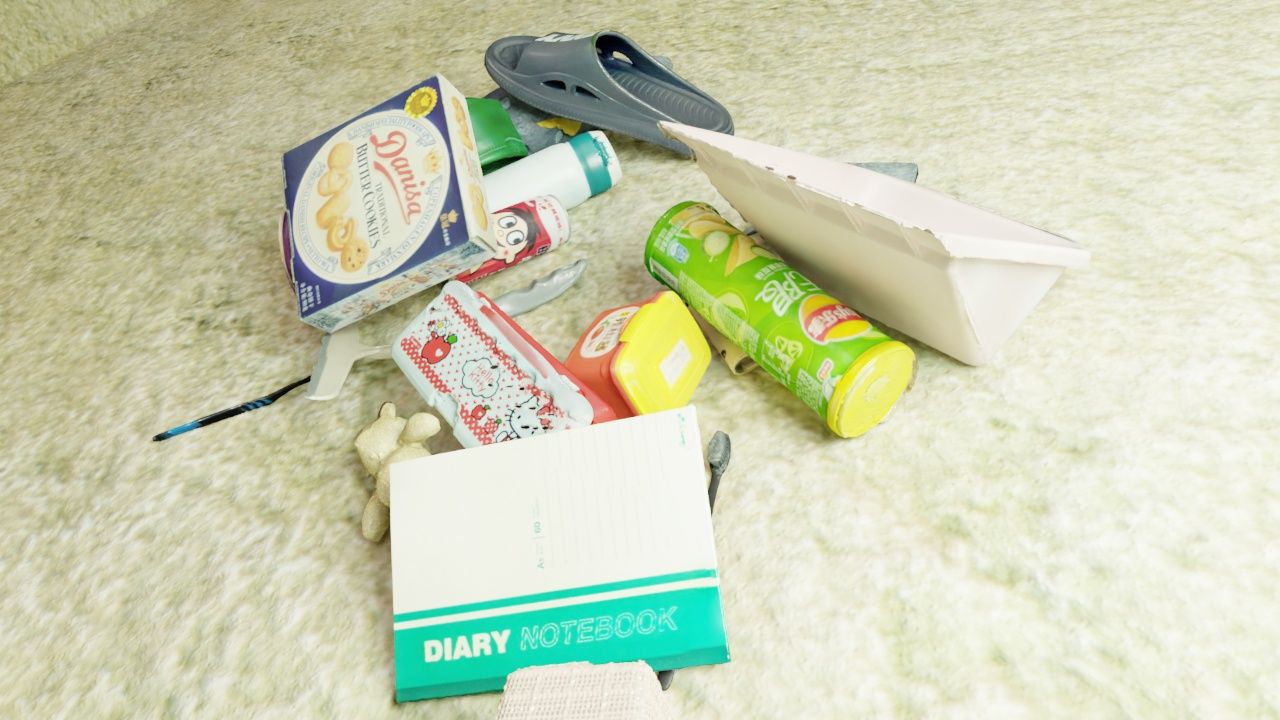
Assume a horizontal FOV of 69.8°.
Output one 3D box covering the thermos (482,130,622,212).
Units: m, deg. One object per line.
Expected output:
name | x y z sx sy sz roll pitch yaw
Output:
thermos | -0.126 -0.163 0.925 0.224 0.073 0.073 -25 39 -5

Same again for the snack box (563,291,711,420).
snack box | -0.004 0.004 0.673 0.080 0.082 0.091 -4 40 40

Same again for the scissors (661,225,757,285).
scissors | 0.089 -0.104 0.764 0.174 0.012 0.128 -14 23 36

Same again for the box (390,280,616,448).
box | -0.109 0.020 0.656 0.091 0.095 0.201 -16 39 -34

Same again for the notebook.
notebook | -0.057 0.118 0.555 0.209 0.012 0.150 -12 71 15

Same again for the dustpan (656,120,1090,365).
dustpan | 0.177 -0.111 0.615 0.222 0.273 0.139 34 87 37

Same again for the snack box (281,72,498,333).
snack box | -0.227 -0.139 0.812 0.183 0.046 0.177 -23 65 15

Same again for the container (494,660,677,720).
container | -0.027 0.212 0.436 0.090 0.090 0.110 -9 38 15

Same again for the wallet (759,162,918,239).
wallet | 0.174 -0.137 0.796 0.121 0.019 0.097 4 48 26

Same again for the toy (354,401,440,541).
toy | -0.158 0.090 0.661 0.157 0.066 0.105 38 109 42

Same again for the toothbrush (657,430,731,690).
toothbrush | 0.034 0.116 0.573 0.014 0.017 0.188 -2 45 23

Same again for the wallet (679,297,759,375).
wallet | 0.088 -0.043 0.724 0.087 0.024 0.115 -29 39 -1

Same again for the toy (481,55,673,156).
toy | -0.114 -0.275 1.037 0.356 0.091 0.138 -27 12 -8

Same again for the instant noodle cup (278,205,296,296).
instant noodle cup | -0.289 -0.112 0.913 0.099 0.112 0.111 -8 40 2

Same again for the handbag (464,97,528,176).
handbag | -0.183 -0.207 0.924 0.120 0.068 0.131 -30 6 20

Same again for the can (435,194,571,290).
can | -0.133 -0.112 0.856 0.132 0.053 0.053 -26 37 -27

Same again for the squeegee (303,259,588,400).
squeegee | -0.159 -0.035 0.816 0.246 0.039 0.246 -20 22 -7

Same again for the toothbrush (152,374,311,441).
toothbrush | -0.359 0.044 0.836 0.189 0.014 0.016 -19 63 4

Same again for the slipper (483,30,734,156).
slipper | -0.024 -0.292 0.928 0.268 0.083 0.110 22 44 5

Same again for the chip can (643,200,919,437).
chip can | 0.089 -0.037 0.648 0.072 0.073 0.221 -35 52 -15
